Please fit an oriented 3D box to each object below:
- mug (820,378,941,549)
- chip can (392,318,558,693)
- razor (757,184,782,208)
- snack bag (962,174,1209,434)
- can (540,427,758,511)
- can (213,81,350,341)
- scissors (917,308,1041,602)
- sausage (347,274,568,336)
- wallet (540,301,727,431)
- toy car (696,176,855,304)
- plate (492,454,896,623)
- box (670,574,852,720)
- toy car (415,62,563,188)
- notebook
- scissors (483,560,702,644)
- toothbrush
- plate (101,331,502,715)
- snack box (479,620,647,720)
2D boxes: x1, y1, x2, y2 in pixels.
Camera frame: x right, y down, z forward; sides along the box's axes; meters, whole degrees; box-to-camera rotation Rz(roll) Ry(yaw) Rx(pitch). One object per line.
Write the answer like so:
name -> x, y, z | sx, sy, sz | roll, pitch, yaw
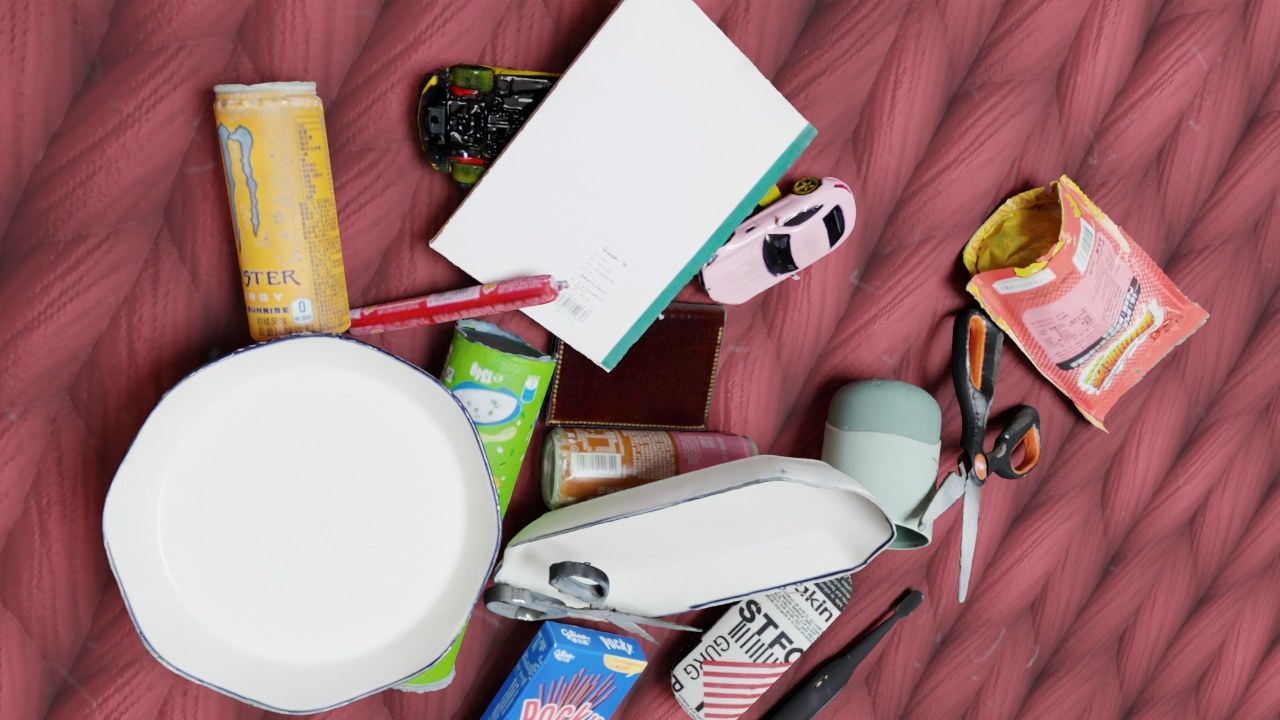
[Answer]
mug -> 0.173, 0.079, 0.674 | 0.082, 0.112, 0.106 | 8, 67, 10
chip can -> -0.123, 0.094, 0.600 | 0.072, 0.072, 0.236 | 16, 99, -20
razor -> 0.051, -0.139, 0.615 | 0.132, 0.028, 0.043 | 34, 89, -24
snack bag -> 0.346, -0.042, 0.713 | 0.207, 0.073, 0.129 | 34, 97, -27
can -> 0.007, 0.078, 0.642 | 0.147, 0.058, 0.058 | 3, 103, -17
can -> -0.207, -0.085, 0.533 | 0.058, 0.058, 0.146 | -7, 106, -15
scissors -> 0.255, 0.066, 0.676 | 0.223, 0.022, 0.220 | 17, 69, -43
sausage -> -0.118, -0.034, 0.568 | 0.156, 0.020, 0.020 | -8, 109, 13
wallet -> -0.004, 0.004, 0.640 | 0.122, 0.020, 0.096 | 4, 107, -18
toy car -> 0.095, -0.080, 0.630 | 0.122, 0.037, 0.056 | -31, 131, -5
plate -> 0.031, 0.119, 0.608 | 0.266, 0.034, 0.162 | -19, 141, 22
box -> 0.089, 0.204, 0.714 | 0.074, 0.079, 0.163 | 42, 92, 6
toy car -> -0.059, -0.145, 0.568 | 0.155, 0.041, 0.071 | -2, 116, -13
notebook -> -0.007, -0.108, 0.569 | 0.150, 0.012, 0.209 | 36, 101, -27
scissors -> -0.030, 0.174, 0.644 | 0.172, 0.014, 0.160 | 0, 147, -6
toothbrush -> 0.155, 0.265, 0.756 | 0.212, 0.026, 0.027 | -42, 147, -4
plate -> -0.183, 0.089, 0.518 | 0.204, 0.046, 0.205 | 0, 89, -15
snack box -> -0.071, 0.262, 0.666 | 0.084, 0.026, 0.157 | 23, 106, -34
